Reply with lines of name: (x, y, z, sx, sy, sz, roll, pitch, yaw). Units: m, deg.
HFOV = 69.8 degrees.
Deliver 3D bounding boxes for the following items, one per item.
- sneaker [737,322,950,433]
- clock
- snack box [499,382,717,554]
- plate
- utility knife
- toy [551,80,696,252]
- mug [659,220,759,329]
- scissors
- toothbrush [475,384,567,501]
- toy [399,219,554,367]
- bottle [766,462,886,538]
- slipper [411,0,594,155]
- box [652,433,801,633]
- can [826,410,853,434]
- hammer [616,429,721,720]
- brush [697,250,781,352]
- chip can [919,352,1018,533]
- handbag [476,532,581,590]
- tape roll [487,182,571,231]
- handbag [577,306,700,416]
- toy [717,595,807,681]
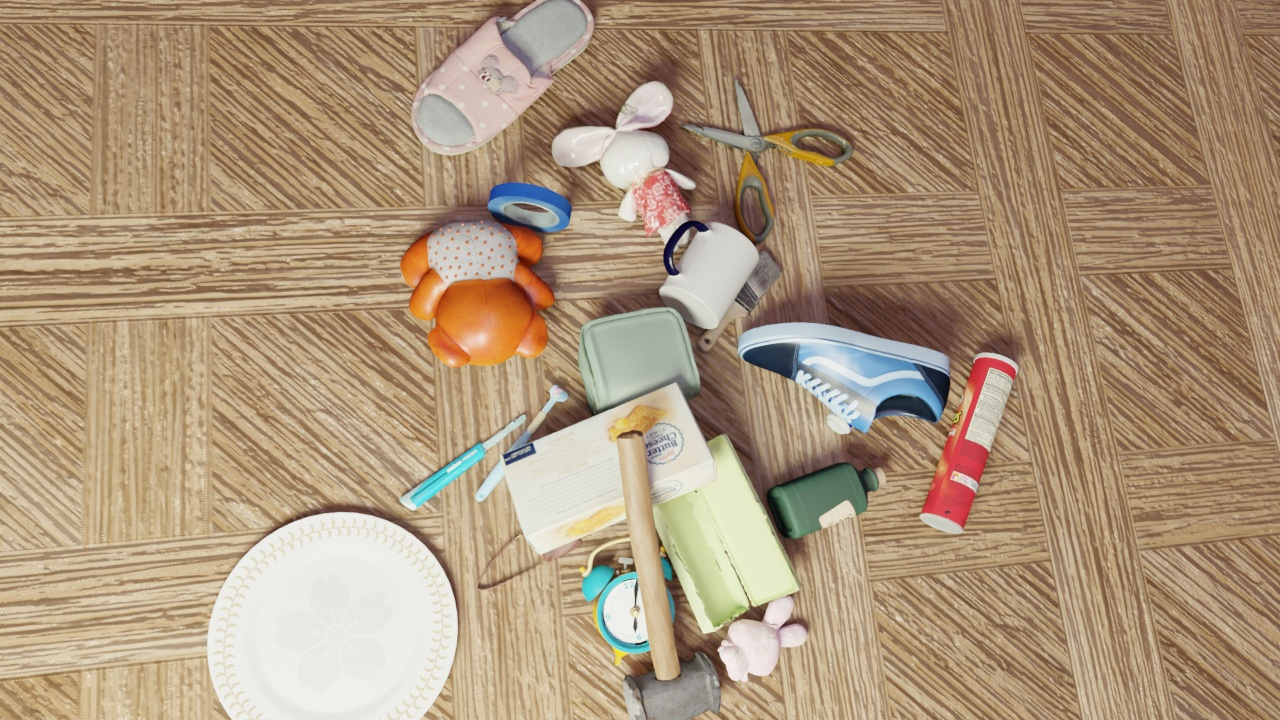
sneaker: (0.226, 0.024, 1.033, 0.241, 0.083, 0.098, 10, 65, 7)
clock: (-0.010, 0.255, 0.982, 0.099, 0.044, 0.129, -11, 86, -13)
snack box: (-0.033, 0.113, 0.964, 0.208, 0.057, 0.104, -23, 56, -3)
plate: (-0.309, 0.278, 0.934, 0.242, 0.016, 0.242, 2, 76, -10)
utility knife: (-0.190, 0.108, 0.999, 0.161, 0.015, 0.022, -38, 56, -18)
toy: (0.004, -0.220, 1.079, 0.159, 0.084, 0.194, -33, 88, 3)
mug: (0.070, -0.108, 1.052, 0.112, 0.079, 0.096, 45, 69, -34)
scissors: (0.156, -0.248, 1.145, 0.225, 0.016, 0.229, 9, 75, -8)
toothbrush: (-0.132, 0.091, 1.011, 0.022, 0.016, 0.154, 40, 73, -13)
toy: (-0.175, -0.070, 1.010, 0.163, 0.093, 0.172, -8, 66, -15)
bottle: (0.216, 0.151, 1.036, 0.131, 0.061, 0.061, -18, 83, -14)
slipper: (-0.161, -0.350, 1.091, 0.114, 0.054, 0.273, 42, 73, 2)
box: (0.081, 0.188, 1.004, 0.127, 0.066, 0.188, -27, 82, -1)
can: (0.259, 0.045, 1.085, 0.032, 0.032, 0.095, 43, 73, 2)
hammer: (0.012, 0.227, 0.923, 0.098, 0.052, 0.328, -14, 106, -13)
brush: (0.116, -0.068, 1.096, 0.039, 0.012, 0.151, 41, 73, 0)
chip can: (0.389, 0.096, 1.086, 0.052, 0.052, 0.214, 26, 74, -3)
handbag: (-0.125, 0.208, 0.982, 0.119, 0.029, 0.055, -35, 83, -11)
tape roll: (-0.125, -0.172, 1.036, 0.093, 0.091, 0.016, 9, 75, -3)
handbag: (-0.006, 0.006, 1.027, 0.121, 0.067, 0.106, -12, 70, -13)
toy: (0.131, 0.303, 0.994, 0.109, 0.047, 0.063, -25, 90, -24)
